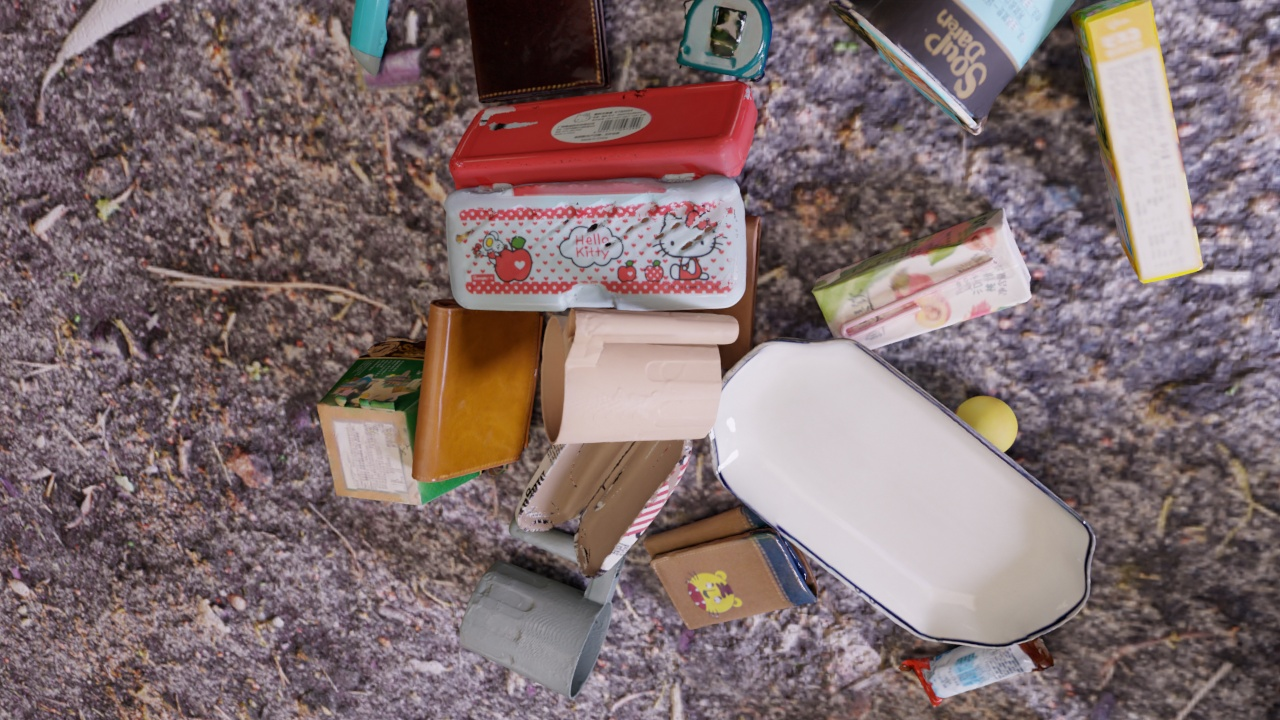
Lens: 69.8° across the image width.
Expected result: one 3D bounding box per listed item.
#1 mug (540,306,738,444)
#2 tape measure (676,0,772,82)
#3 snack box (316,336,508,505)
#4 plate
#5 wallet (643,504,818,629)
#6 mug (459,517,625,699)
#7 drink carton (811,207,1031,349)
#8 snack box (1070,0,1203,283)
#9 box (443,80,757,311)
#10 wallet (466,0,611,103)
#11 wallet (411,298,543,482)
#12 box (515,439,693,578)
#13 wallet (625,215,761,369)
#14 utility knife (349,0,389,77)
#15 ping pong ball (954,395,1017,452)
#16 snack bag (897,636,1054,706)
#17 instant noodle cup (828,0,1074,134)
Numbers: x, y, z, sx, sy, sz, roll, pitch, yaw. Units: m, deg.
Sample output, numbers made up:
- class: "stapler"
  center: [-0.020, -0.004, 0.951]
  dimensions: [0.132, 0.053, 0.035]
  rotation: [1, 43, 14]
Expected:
- class: "mug"
  center: [-0.003, 0.003, 0.589]
  dimensions: [0.103, 0.084, 0.125]
  rotation: [1, 152, -16]
- class: "tape measure"
  center: [0.053, -0.203, 0.569]
  dimensions: [0.058, 0.025, 0.055]
  rotation: [16, 117, 13]
- class: "snack box"
  center: [-0.183, 0.055, 0.717]
  dimensions: [0.118, 0.105, 0.118]
  rotation: [3, 113, 21]
- class: "plate"
  center: [0.166, 0.083, 0.603]
  dimensions: [0.266, 0.034, 0.162]
  rotation: [37, 130, 2]
- class: "wallet"
  center: [0.068, 0.159, 0.709]
  dimensions: [0.115, 0.033, 0.090]
  rotation: [-22, 103, 30]
- class: "mug"
  center: [-0.079, 0.202, 0.762]
  dimensions: [0.103, 0.083, 0.124]
  rotation: [18, 89, 14]
- class: "drink carton"
  center: [0.175, -0.046, 0.576]
  dimensions: [0.123, 0.045, 0.053]
  rotation: [-20, 104, 27]
- class: "snack box"
  center: [0.263, -0.120, 0.489]
  dimensions: [0.034, 0.086, 0.140]
  rotation: [-15, 104, 26]
- class: "box"
  center: [-0.030, -0.106, 0.584]
  dimensions: [0.201, 0.069, 0.157]
  rotation: [1, 75, 20]
- class: "wallet"
  center: [-0.070, -0.235, 0.598]
  dimensions: [0.096, 0.020, 0.122]
  rotation: [-1, 103, 19]
- class: "wallet"
  center: [-0.110, 0.017, 0.673]
  dimensions: [0.035, 0.118, 0.131]
  rotation: [21, 109, 33]
- class: "box"
  center: [-0.032, 0.090, 0.691]
  dimensions: [0.086, 0.075, 0.163]
  rotation: [19, 123, -22]
- class: "wallet"
  center: [0.032, -0.050, 0.644]
  dimensions: [0.101, 0.020, 0.115]
  rotation: [8, 116, 19]
- class: "utility knife"
  center: [-0.173, -0.287, 0.625]
  dimensions: [0.029, 0.013, 0.185]
  rotation: [24, 119, 6]
- class: "ping pong ball"
  center: [0.223, 0.043, 0.596]
  dimensions: [0.040, 0.040, 0.040]
  rotation: [7, 113, 18]
- class: "snack bag"
  center: [0.244, 0.222, 0.670]
  dimensions: [0.105, 0.026, 0.045]
  rotation: [-32, 88, 27]
- class: "instant noodle cup"
  center: [0.182, -0.200, 0.483]
  dimensions: [0.111, 0.111, 0.121]
  rotation: [43, 110, 0]
